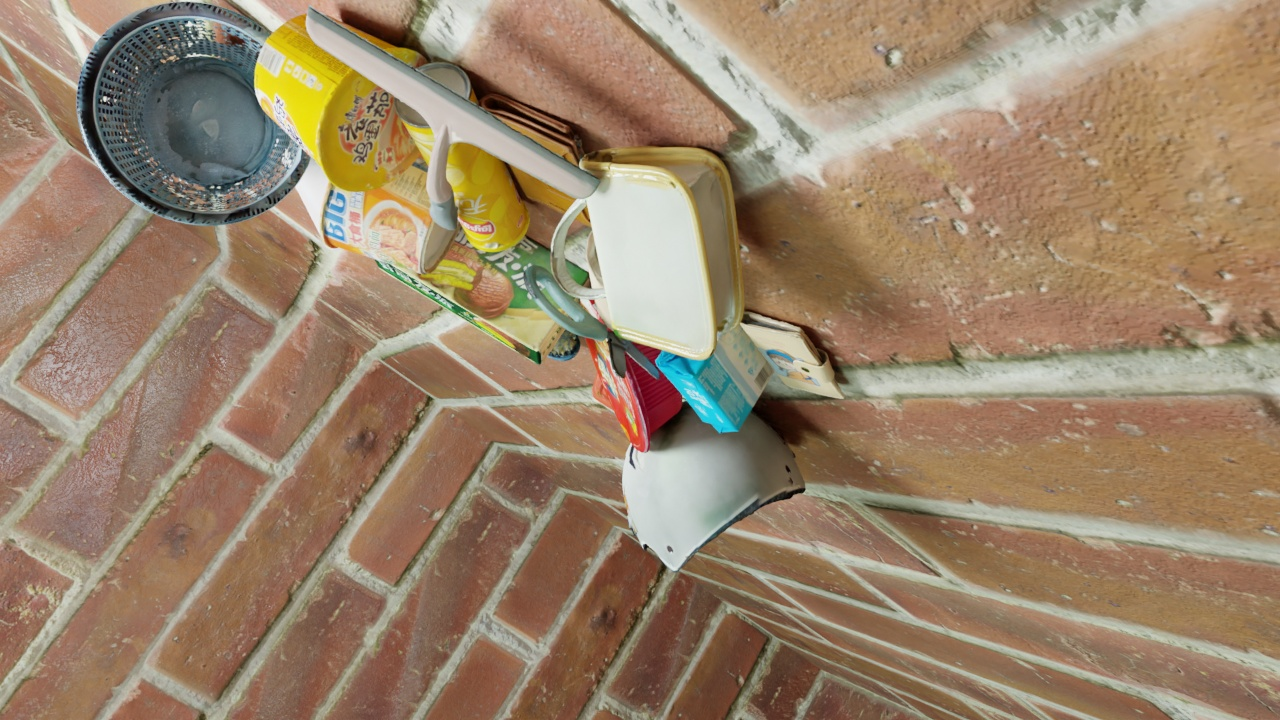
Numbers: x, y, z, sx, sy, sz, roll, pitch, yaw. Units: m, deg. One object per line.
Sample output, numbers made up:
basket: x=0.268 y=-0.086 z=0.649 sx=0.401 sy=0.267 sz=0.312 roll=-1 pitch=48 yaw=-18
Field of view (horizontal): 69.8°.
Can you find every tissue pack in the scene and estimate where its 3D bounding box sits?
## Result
tissue pack: x=0.078 y=0.007 z=0.949 sx=0.063 sy=0.090 sz=0.140 roll=19 pitch=159 yaw=42

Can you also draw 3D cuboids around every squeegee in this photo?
squeegee: x=-0.169 y=-0.155 z=0.790 sx=0.247 sy=0.040 sz=0.250 roll=30 pitch=163 yaw=-4

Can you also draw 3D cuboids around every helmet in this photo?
helmet: x=0.068 y=0.128 z=1.143 sx=0.157 sy=0.230 sz=0.274 roll=59 pitch=-179 yaw=-7

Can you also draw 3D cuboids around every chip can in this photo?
chip can: x=-0.165 y=-0.187 z=0.877 sx=0.072 sy=0.072 sz=0.213 roll=28 pitch=163 yaw=18

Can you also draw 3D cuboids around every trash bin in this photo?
trash bin: x=-0.491 y=-0.274 z=1.040 sx=0.226 sy=0.226 sz=0.195 roll=40 pitch=176 yaw=-25

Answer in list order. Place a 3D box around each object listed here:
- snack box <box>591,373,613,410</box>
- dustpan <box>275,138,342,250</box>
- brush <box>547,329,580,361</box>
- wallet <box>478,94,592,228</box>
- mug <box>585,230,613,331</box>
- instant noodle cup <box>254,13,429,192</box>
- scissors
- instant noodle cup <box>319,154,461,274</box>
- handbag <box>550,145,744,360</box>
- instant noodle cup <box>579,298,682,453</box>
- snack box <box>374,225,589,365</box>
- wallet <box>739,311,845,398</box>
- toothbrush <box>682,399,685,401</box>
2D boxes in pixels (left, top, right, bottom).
snack box: x=-0.010 y=0.028 z=1.176 sx=0.091 sy=0.082 sz=0.079 roll=28 pitch=-153 yaw=17
dustpan: x=-0.364 y=-0.245 z=1.205 sx=0.223 sy=0.138 sz=0.273 roll=12 pitch=126 yaw=55
brush: x=-0.149 y=-0.045 z=1.300 sx=0.144 sy=0.055 sz=0.073 roll=29 pitch=167 yaw=11
wallet: x=-0.077 y=-0.173 z=0.826 sx=0.119 sy=0.035 sz=0.131 roll=33 pitch=166 yaw=24
mug: x=0.011 y=-0.074 z=0.862 sx=0.125 sy=0.084 sz=0.104 roll=20 pitch=161 yaw=12
instant noodle cup: x=-0.268 y=-0.238 z=0.827 sx=0.110 sy=0.138 sz=0.138 roll=36 pitch=166 yaw=19
scissors: x=-0.048 y=-0.052 z=0.931 sx=0.179 sy=0.170 sz=0.019 roll=29 pitch=123 yaw=-23
instant noodle cup: x=-0.258 y=-0.169 z=0.991 sx=0.111 sy=0.151 sz=0.151 roll=24 pitch=164 yaw=0
handbag: x=-0.004 y=-0.094 z=0.748 sx=0.179 sy=0.063 sz=0.163 roll=14 pitch=129 yaw=35
instant noodle cup: x=-0.006 y=0.006 z=1.051 sx=0.194 sy=0.065 sz=0.194 roll=158 pitch=91 yaw=-80
snack box: x=-0.188 y=-0.105 z=1.083 sx=0.240 sy=0.114 sz=0.063 roll=31 pitch=164 yaw=6
wallet: x=0.153 y=-0.003 z=0.905 sx=0.087 sy=0.024 sz=0.115 roll=24 pitch=162 yaw=45
toothbrush: x=0.023 y=0.048 z=1.316 sx=0.021 sy=0.029 sz=0.189 roll=-5 pitch=-163 yaw=-44
